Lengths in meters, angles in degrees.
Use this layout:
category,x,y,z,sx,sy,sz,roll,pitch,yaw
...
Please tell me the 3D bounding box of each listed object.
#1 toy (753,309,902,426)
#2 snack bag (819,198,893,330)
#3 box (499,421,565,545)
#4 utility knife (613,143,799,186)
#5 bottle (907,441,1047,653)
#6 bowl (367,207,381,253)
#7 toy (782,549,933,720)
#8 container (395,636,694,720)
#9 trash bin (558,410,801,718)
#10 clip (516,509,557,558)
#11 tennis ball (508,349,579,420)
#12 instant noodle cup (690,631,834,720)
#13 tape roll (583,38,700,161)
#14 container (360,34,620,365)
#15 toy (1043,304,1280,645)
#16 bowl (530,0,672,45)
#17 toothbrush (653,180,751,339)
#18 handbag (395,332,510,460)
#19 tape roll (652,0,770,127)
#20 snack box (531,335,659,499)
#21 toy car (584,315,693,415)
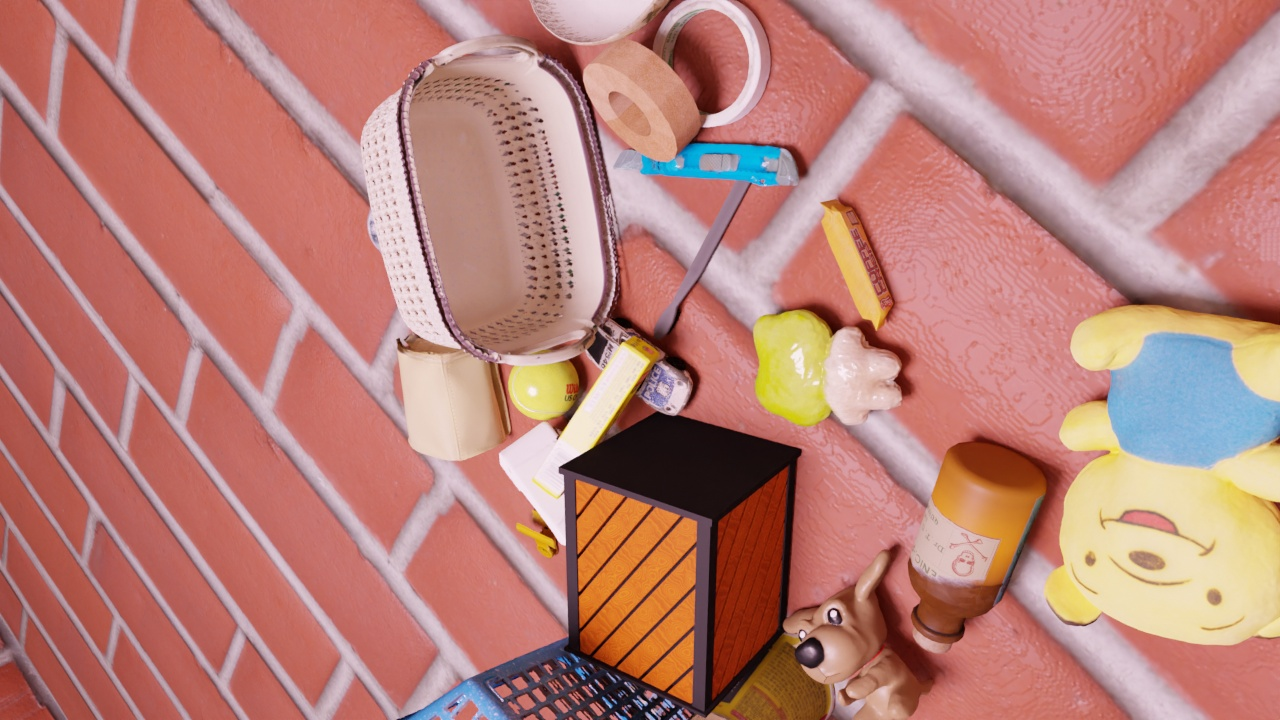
category,x,y,z,sx,sy,sz,roll,pitch,yaw
toy,0.139,0.008,0.687,0.118,0.043,0.092,7,108,32
snack bag,0.155,-0.070,0.656,0.020,0.026,0.099,-22,91,40
box,-0.066,0.103,0.858,0.107,0.095,0.102,49,165,5
utility knife,0.046,-0.153,0.712,0.175,0.015,0.031,11,95,39
bottle,0.228,0.139,0.650,0.068,0.067,0.157,25,120,28
bowl,-0.230,-0.134,0.905,0.114,0.060,0.114,13,114,32
toy,0.171,0.228,0.714,0.108,0.105,0.134,57,135,20
container,-0.027,0.335,0.761,0.257,0.362,0.089,41,96,18
trash bin,0.033,0.158,0.758,0.140,0.139,0.172,14,114,33
clip,-0.098,0.181,0.945,0.054,0.046,0.047,16,80,31
tennis ball,-0.090,0.023,0.851,0.065,0.065,0.065,14,114,33
instant noodle cup,0.096,0.301,0.781,0.100,0.112,0.100,14,115,32
tape roll,0.001,-0.194,0.691,0.094,0.027,0.094,40,167,10
container,-0.127,-0.123,0.760,0.143,0.184,0.252,2,106,49
toy,0.324,0.071,0.543,0.149,0.083,0.214,18,118,52
bowl,-0.012,-0.293,0.665,0.145,0.063,0.145,-2,86,36
toothbrush,0.050,-0.082,0.741,0.013,0.013,0.168,41,125,19
handbag,-0.197,0.030,0.931,0.111,0.081,0.119,9,113,43
tape roll,0.051,-0.222,0.684,0.094,0.018,0.094,14,114,33
snack box,-0.038,0.048,0.768,0.029,0.040,0.148,35,105,6
toy car,-0.005,0.005,0.796,0.113,0.040,0.049,36,125,21
